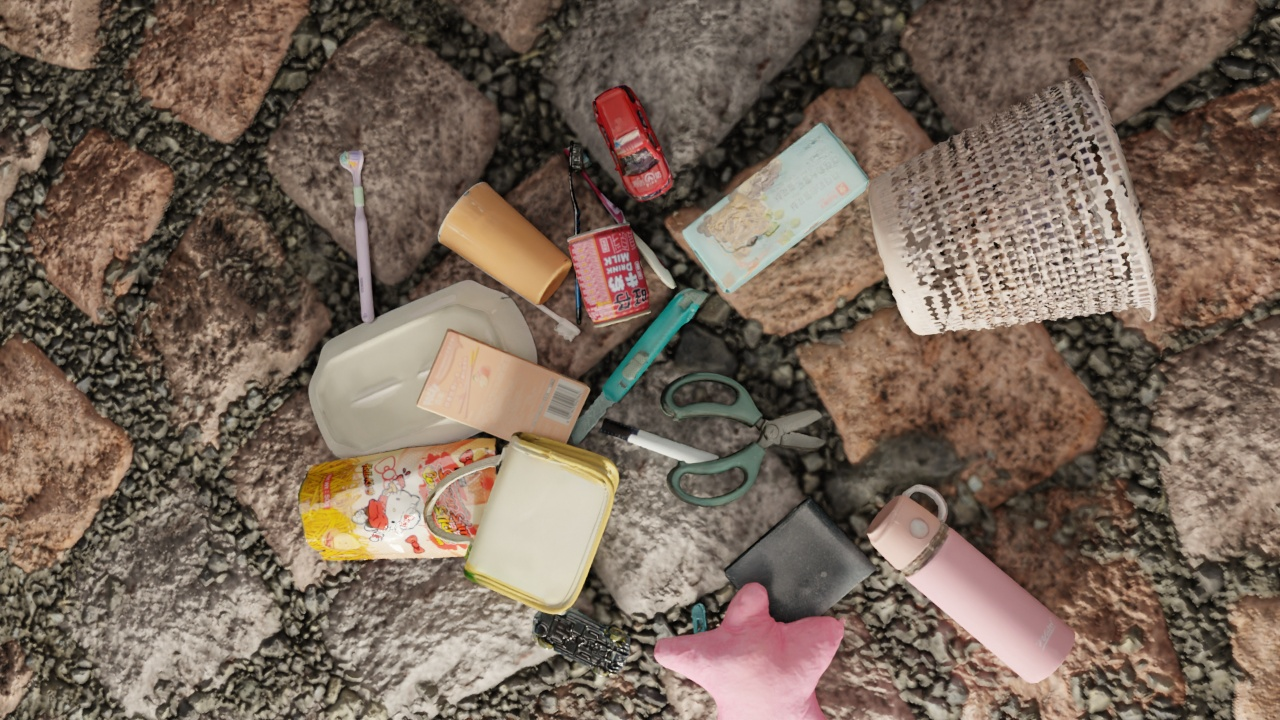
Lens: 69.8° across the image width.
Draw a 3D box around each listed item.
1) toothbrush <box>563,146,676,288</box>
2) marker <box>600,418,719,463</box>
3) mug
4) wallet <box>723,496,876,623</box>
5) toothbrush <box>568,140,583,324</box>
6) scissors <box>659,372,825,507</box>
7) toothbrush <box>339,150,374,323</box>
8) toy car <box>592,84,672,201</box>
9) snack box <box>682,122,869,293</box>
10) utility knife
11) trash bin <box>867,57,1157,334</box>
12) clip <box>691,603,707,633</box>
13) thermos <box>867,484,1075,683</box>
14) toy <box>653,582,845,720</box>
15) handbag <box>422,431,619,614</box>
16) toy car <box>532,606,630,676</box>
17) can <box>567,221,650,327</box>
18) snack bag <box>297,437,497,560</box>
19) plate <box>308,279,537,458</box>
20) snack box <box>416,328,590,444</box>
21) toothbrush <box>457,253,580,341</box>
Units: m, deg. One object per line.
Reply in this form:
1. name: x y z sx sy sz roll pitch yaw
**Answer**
1. toothbrush: -0.019 -0.150 0.947 0.017 0.016 0.187 -37 83 -1
2. marker: 0.020 0.087 0.938 0.131 0.022 0.018 18 94 11
3. mug: -0.135 -0.115 0.942 0.123 0.078 0.078 38 97 3
4. wallet: 0.157 0.210 0.917 0.121 0.019 0.097 -43 84 10
5. toothbrush: -0.064 -0.131 0.948 0.016 0.014 0.189 -1 97 4
6. scissors: 0.095 0.061 0.920 0.177 0.019 0.169 -24 76 -2
7. toothbrush: -0.303 -0.134 0.993 0.029 0.021 0.189 -8 86 18
8. toy car: -0.010 -0.221 0.930 0.053 0.045 0.120 -26 88 11
9. snack box: 0.132 -0.147 0.900 0.175 0.051 0.074 -38 83 9
10. utility knife: -0.006 0.006 0.946 0.029 0.013 0.209 41 98 13
11. trash bin: 0.312 -0.117 0.798 0.192 0.227 0.227 -17 87 23
12. clip: 0.062 0.276 0.934 0.015 0.048 0.057 -6 85 11
13. thermos: 0.312 0.204 0.868 0.198 0.067 0.087 41 66 9
14. toy: 0.128 0.306 0.892 0.178 0.074 0.194 -31 101 6
15. handbag: -0.125 0.151 0.930 0.179 0.063 0.163 21 102 0
16. toy car: -0.061 0.286 0.950 0.105 0.031 0.049 23 94 8
17. can: -0.030 -0.085 0.920 0.066 0.066 0.094 -14 95 10
18. snack bag: -0.247 0.153 0.972 0.208 0.073 0.128 -5 96 5
19. plate: -0.240 0.018 0.980 0.266 0.034 0.162 -21 87 10
20. snack box: -0.139 0.035 0.934 0.157 0.026 0.084 23 95 -15
21. toothbrush: -0.139 -0.077 0.968 0.180 0.016 0.016 36 68 8
